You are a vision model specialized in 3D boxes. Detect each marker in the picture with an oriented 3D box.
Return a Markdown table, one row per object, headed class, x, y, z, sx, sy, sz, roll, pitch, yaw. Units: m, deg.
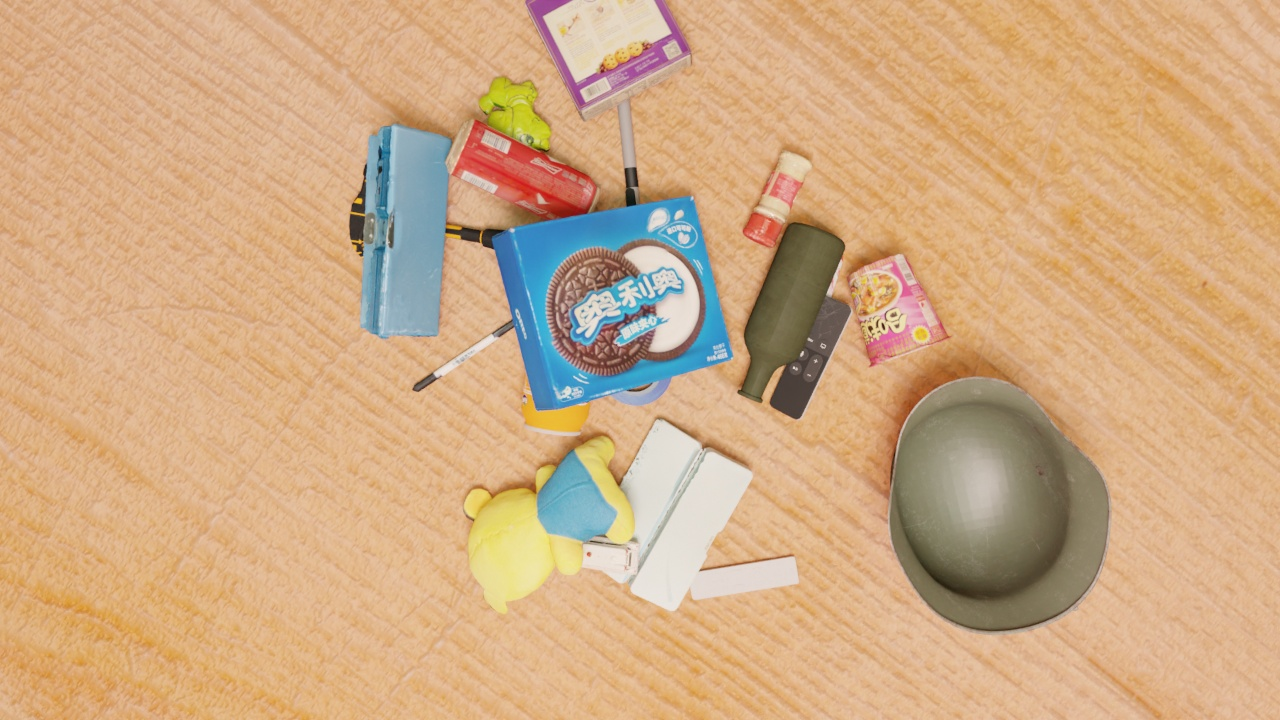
| class | x | y | z | sx | sy | sz | roll | pitch | yaw |
| --- | --- | --- | --- | --- | --- | --- | --- | --- | --- |
| marker | -0.014 | -0.244 | 1.073 | 0.016 | 0.016 | 0.140 | -6 | 94 | 2 |
| marker | 0.215 | -0.056 | 1.083 | 0.013 | 0.013 | 0.142 | 16 | 94 | 0 |
| marker | -0.210 | -0.005 | 1.098 | 0.152 | 0.011 | 0.011 | -34 | 92 | 3 |

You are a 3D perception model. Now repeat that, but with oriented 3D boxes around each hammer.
| class | x | y | z | sx | sy | sz | roll | pitch | yaw |
| --- | --- | --- | --- | --- | --- | --- | --- | --- | --- |
| hammer | -0.186 | -0.142 | 1.078 | 0.320 | 0.036 | 0.123 | 11 | 95 | 3 |

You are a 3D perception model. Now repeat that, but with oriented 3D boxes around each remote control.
| class | x | y | z | sx | sy | sz | roll | pitch | yaw |
| --- | --- | --- | --- | --- | --- | --- | --- | --- | --- |
| remote control | 0.124 | 0.262 | 1.106 | 0.131 | 0.012 | 0.033 | -10 | 91 | 2 |
| remote control | 0.199 | -0.003 | 1.073 | 0.045 | 0.008 | 0.147 | 29 | 100 | 32 |

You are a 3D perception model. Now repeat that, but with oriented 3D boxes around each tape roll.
| class | x | y | z | sx | sy | sz | roll | pitch | yaw |
| --- | --- | --- | --- | --- | --- | --- | --- | --- | --- |
| tape roll | -0.006 | 0.006 | 1.090 | 0.091 | 0.016 | 0.093 | 15 | 94 | 0 |

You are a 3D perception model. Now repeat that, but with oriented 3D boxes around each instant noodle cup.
| class | x | y | z | sx | sy | sz | roll | pitch | yaw |
| --- | --- | --- | --- | --- | --- | --- | --- | --- | --- |
| instant noodle cup | 0.287 | -0.059 | 1.046 | 0.098 | 0.097 | 0.108 | -20 | 85 | 2 |

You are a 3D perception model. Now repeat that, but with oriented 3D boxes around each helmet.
| class | x | y | z | sx | sy | sz | roll | pitch | yaw |
| --- | --- | --- | --- | --- | --- | --- | --- | --- | --- |
| helmet | 0.371 | 0.147 | 1.021 | 0.227 | 0.153 | 0.268 | -13 | 94 | 3 |

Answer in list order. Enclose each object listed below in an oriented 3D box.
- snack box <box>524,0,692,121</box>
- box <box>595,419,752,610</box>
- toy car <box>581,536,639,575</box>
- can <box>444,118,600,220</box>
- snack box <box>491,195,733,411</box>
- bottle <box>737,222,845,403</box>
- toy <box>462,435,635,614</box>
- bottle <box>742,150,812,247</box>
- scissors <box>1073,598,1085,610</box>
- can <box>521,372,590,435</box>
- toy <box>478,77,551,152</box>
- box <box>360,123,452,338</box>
| class | x | y | z | sx | sy | sz | roll | pitch | yaw |
| --- | --- | --- | --- | --- | --- | --- | --- | --- | --- |
| snack box | -0.036 | -0.372 | 1.044 | 0.143 | 0.040 | 0.148 | -27 | 85 | 3 |
| box | 0.031 | 0.184 | 1.085 | 0.136 | 0.049 | 0.197 | 30 | 96 | 7 |
| toy car | -0.057 | 0.227 | 1.078 | 0.113 | 0.039 | 0.039 | 3 | 86 | 25 |
| can | -0.132 | -0.208 | 1.036 | 0.170 | 0.067 | 0.067 | 24 | 94 | -16 |
| snack box | -0.025 | -0.067 | 1.012 | 0.238 | 0.056 | 0.195 | -16 | 93 | -28 |
| bottle | 0.165 | -0.052 | 1.055 | 0.071 | 0.071 | 0.207 | 22 | 94 | 0 |
| toy | -0.114 | 0.185 | 1.056 | 0.214 | 0.084 | 0.148 | -30 | 55 | 10 |
| bottle | 0.158 | -0.186 | 1.060 | 0.044 | 0.044 | 0.109 | 26 | 93 | 0 |
| scissors | 0.454 | 0.257 | 1.096 | 0.153 | 0.019 | 0.128 | -16 | 95 | 1 |
| can | -0.092 | 0.011 | 1.061 | 0.079 | 0.079 | 0.142 | 9 | 94 | 1 |
| toy | -0.145 | -0.281 | 1.066 | 0.094 | 0.036 | 0.093 | 14 | 91 | 7 |
| box | -0.285 | -0.144 | 1.045 | 0.102 | 0.094 | 0.231 | 8 | 97 | 34 |
